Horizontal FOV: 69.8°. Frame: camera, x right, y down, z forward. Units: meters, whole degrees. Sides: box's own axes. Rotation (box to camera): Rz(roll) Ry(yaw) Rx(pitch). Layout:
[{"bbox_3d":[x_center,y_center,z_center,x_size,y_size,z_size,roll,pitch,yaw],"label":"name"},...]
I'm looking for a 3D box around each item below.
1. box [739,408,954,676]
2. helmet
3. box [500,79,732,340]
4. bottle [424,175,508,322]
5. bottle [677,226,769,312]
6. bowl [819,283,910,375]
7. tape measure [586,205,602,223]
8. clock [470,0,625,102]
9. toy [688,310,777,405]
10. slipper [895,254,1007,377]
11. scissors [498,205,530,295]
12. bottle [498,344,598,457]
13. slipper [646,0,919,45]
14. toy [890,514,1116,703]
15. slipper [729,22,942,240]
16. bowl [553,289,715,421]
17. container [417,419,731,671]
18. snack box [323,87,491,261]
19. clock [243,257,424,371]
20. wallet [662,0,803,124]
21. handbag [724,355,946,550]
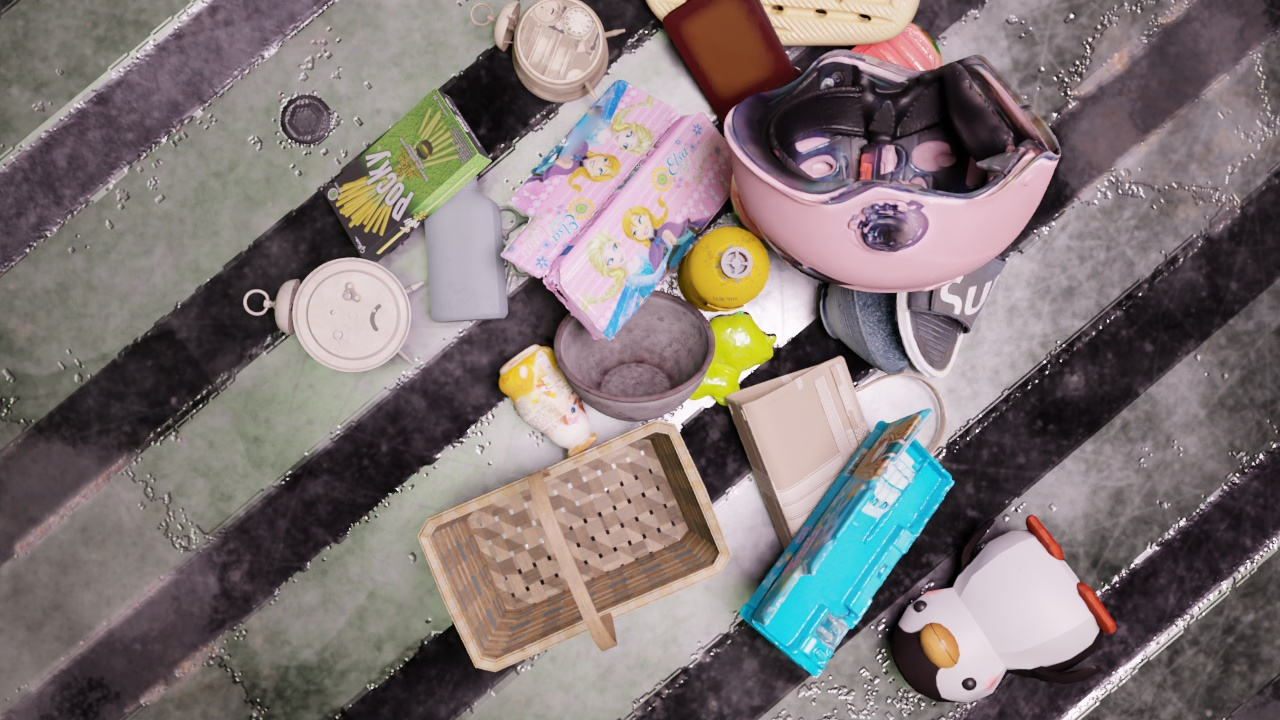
[{"bbox_3d":[0.178,0.150,0.809,0.085,0.170,0.227,30,75,38],"label":"box"},{"bbox_3d":[0.193,-0.147,0.752,0.255,0.229,0.153,-6,134,-6],"label":"helmet"},{"bbox_3d":[-0.018,-0.148,0.831,0.160,0.063,0.230,39,69,-5],"label":"box"},{"bbox_3d":[-0.166,-0.118,0.866,0.072,0.046,0.161,-3,92,8],"label":"bottle"},{"bbox_3d":[0.074,-0.079,0.819,0.071,0.164,0.071,0,91,-2],"label":"bottle"},{"bbox_3d":[0.207,-0.051,0.869,0.057,0.136,0.137,-9,92,37],"label":"bowl"},{"bbox_3d":[-0.023,-0.124,0.877,0.059,0.038,0.058,39,90,-3],"label":"tape measure"},{"bbox_3d":[-0.093,-0.303,0.863,0.141,0.054,0.093,22,90,-5],"label":"clock"},{"bbox_3d":[0.082,-0.003,0.887,0.094,0.036,0.093,6,98,1],"label":"toy"},{"bbox_3d":[0.306,-0.113,0.858,0.111,0.063,0.263,15,87,-39],"label":"slipper"},{"bbox_3d":[-0.077,-0.132,0.888,0.161,0.014,0.117,-12,91,1],"label":"scissors"},{"bbox_3d":[-0.085,0.040,0.866,0.063,0.063,0.109,-35,91,-1],"label":"bottle"},{"bbox_3d":[0.127,-0.351,0.855,0.262,0.079,0.111,13,120,14],"label":"slipper"},{"bbox_3d":[0.329,0.253,0.872,0.184,0.140,0.159,-33,60,8],"label":"toy"},{"bbox_3d":[0.178,-0.216,0.873,0.103,0.059,0.248,44,88,-1],"label":"slipper"},{"bbox_3d":[-0.005,0.005,0.849,0.145,0.144,0.067,0,136,0],"label":"bowl"},{"bbox_3d":[-0.058,0.162,0.809,0.250,0.186,0.157,-23,92,-2],"label":"container"},{"bbox_3d":[-0.216,-0.169,0.845,0.148,0.025,0.080,-38,74,14],"label":"snack box"},{"bbox_3d":[-0.288,-0.045,0.860,0.157,0.061,0.103,7,91,-10],"label":"clock"},{"bbox_3d":[0.086,-0.290,0.854,0.092,0.018,0.115,-22,113,31],"label":"wallet"},{"bbox_3d":[0.206,0.078,0.879,0.197,0.062,0.175,-24,100,-9],"label":"handbag"}]
